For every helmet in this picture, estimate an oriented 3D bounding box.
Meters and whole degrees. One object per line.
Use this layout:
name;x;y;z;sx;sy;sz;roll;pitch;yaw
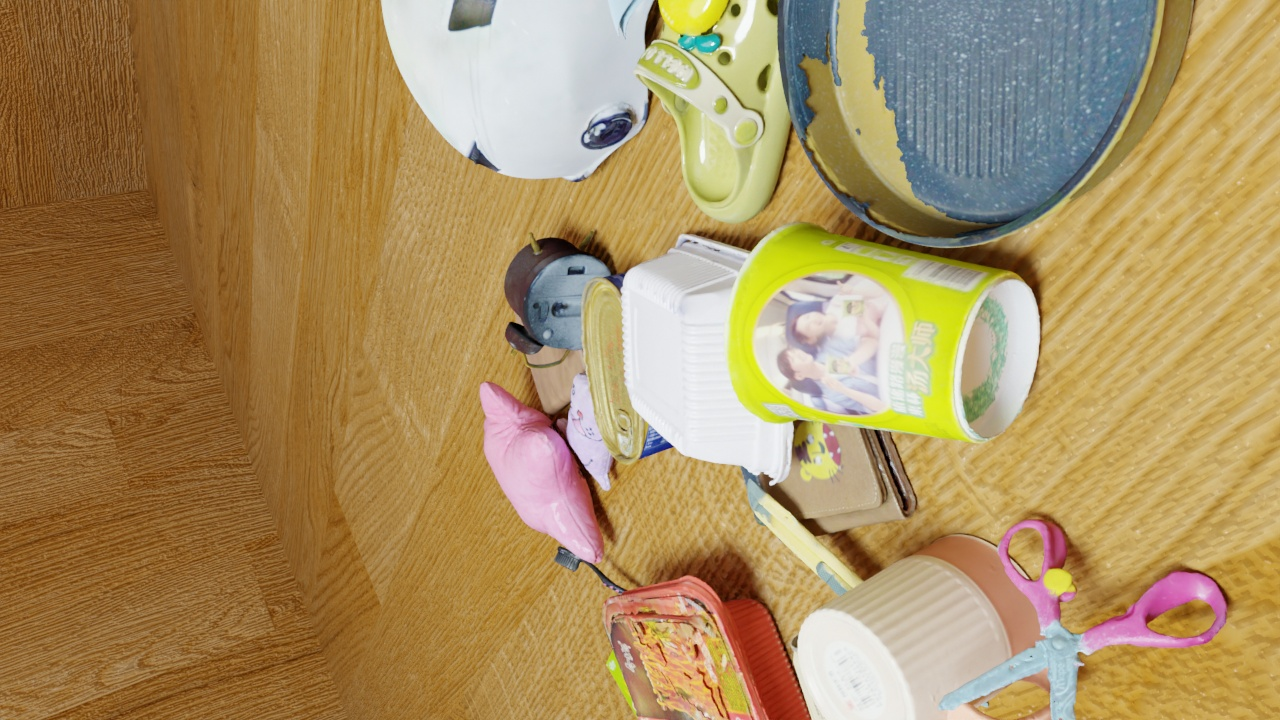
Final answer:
helmet;-0.104;-0.243;0.658;0.229;0.145;0.259;58;145;24

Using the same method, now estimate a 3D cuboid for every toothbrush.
toothbrush;-0.016;0.211;0.830;0.189;0.017;0.014;21;165;42

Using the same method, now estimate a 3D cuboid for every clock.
clock;-0.069;-0.045;0.754;0.055;0.082;0.122;42;129;47

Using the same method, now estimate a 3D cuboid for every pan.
pan;0.120;-0.224;0.384;0.198;0.078;0.358;16;118;53

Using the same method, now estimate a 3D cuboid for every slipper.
slipper;0.043;-0.166;0.530;0.092;0.081;0.191;35;135;42

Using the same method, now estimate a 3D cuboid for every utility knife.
utility knife;0.134;0.141;0.562;0.188;0.020;0.031;38;151;15

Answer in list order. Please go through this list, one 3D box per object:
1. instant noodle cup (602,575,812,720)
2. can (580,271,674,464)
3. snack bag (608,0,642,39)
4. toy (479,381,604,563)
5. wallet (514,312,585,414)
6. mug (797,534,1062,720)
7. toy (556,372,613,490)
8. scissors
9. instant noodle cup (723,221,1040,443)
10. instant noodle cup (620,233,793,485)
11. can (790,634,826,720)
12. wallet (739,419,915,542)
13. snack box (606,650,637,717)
instant noodle cup;0.054;0.251;0.699;0.165;0.078;0.188;-29;81;54
can;-0.004;0.004;0.708;0.075;0.049;0.148;16;117;54
snack bag;0.004;-0.288;0.513;0.111;0.038;0.190;-27;60;49
toy;-0.091;0.106;0.856;0.194;0.074;0.179;55;161;11
wallet;-0.079;-0.018;0.844;0.101;0.020;0.115;-37;70;54
mug;0.157;0.154;0.474;0.114;0.105;0.082;32;130;47
toy;-0.042;0.053;0.794;0.084;0.038;0.108;48;148;27
scissors;0.198;0.125;0.412;0.131;0.133;0.017;-8;132;29
instant noodle cup;0.124;-0.009;0.459;0.124;0.111;0.112;15;117;46
instant noodle cup;0.034;-0.004;0.589;0.173;0.060;0.138;-140;46;-68
can;0.139;0.227;0.580;0.059;0.058;0.116;-22;85;58
wallet;0.111;0.067;0.577;0.116;0.033;0.090;-27;80;54
snack box;0.026;0.316;0.828;0.156;0.026;0.086;53;142;30
